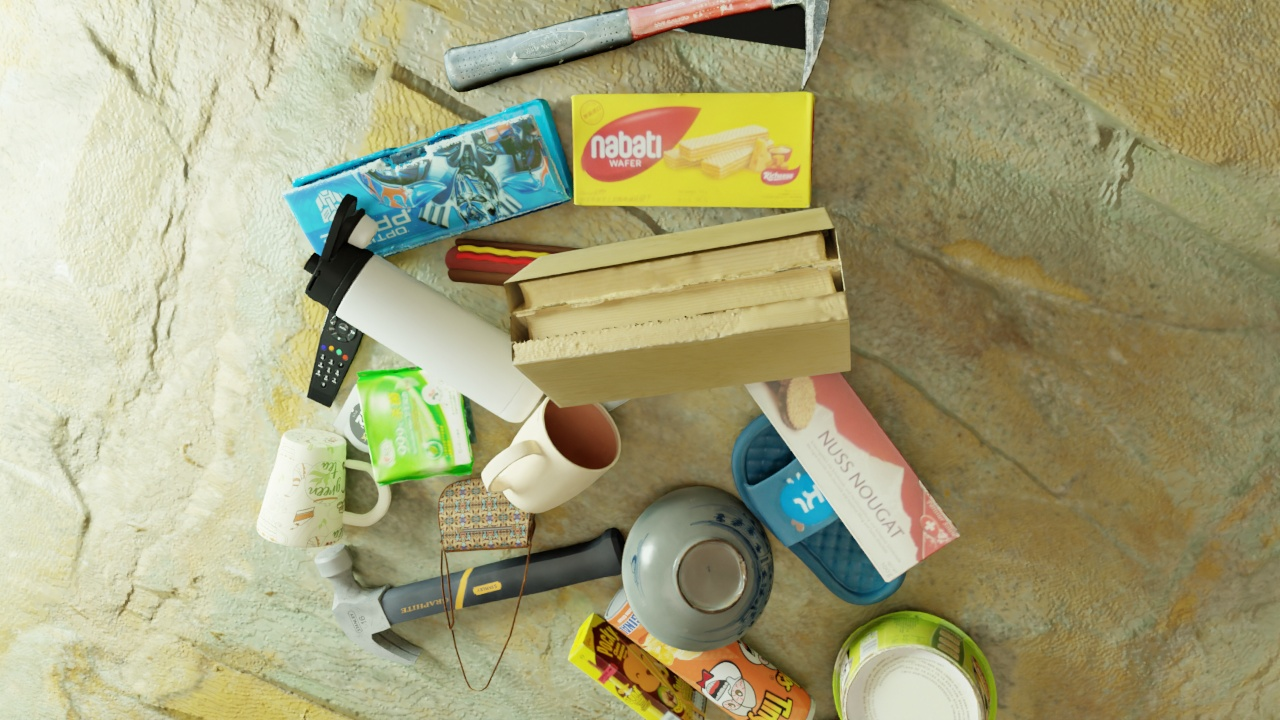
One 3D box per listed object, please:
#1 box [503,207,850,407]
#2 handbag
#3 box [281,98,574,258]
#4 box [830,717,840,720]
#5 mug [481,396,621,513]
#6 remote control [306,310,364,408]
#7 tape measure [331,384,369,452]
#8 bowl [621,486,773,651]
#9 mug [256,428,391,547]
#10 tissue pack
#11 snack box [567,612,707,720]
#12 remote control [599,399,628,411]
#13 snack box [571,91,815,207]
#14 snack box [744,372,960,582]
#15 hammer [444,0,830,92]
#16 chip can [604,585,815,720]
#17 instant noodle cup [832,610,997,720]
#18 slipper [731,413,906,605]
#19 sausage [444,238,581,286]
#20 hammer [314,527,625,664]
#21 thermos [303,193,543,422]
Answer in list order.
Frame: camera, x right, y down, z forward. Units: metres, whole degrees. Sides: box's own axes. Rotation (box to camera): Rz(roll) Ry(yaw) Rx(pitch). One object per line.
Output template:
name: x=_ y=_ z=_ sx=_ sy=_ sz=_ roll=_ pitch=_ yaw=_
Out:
box: x=0.031 y=-0.046 z=0.718 sx=0.249 sy=0.141 sz=0.148 roll=-9 pitch=81 yaw=10
handbag: x=-0.143 y=0.207 z=0.861 sx=0.093 sy=0.043 sz=0.195 roll=-5 pitch=69 yaw=5
box: x=-0.186 y=-0.148 z=0.802 sx=0.244 sy=0.066 sz=0.091 roll=-15 pitch=103 yaw=12
box: x=0.226 y=0.421 z=0.909 sx=0.217 sy=0.063 sz=0.157 roll=-22 pitch=111 yaw=14
mug: x=-0.090 y=0.090 z=0.825 sx=0.105 sy=0.111 sz=0.085 roll=-47 pitch=64 yaw=40
remote control: x=-0.291 y=-0.014 z=0.885 sx=0.039 sy=0.010 sz=0.125 roll=25 pitch=108 yaw=2
tape measure: x=-0.262 y=0.058 z=0.896 sx=0.065 sy=0.016 sz=0.064 roll=33 pitch=108 yaw=-1
bowl: x=0.059 y=0.191 z=0.831 sx=0.150 sy=0.057 sz=0.150 roll=1 pitch=84 yaw=-9
mug: x=-0.305 y=0.125 z=0.896 sx=0.122 sy=0.081 sz=0.097 roll=12 pitch=100 yaw=0
tissue pack: x=-0.210 y=0.058 z=0.866 sx=0.099 sy=0.034 sz=0.114 roll=-10 pitch=95 yaw=-4
snack box: x=-0.001 y=0.314 z=0.903 sx=0.149 sy=0.061 sz=0.026 roll=38 pitch=107 yaw=-3
remote control: x=-0.005 y=0.005 z=0.838 sx=0.133 sy=0.022 sz=0.050 roll=-30 pitch=98 yaw=16
snack box: x=0.043 y=-0.177 z=0.771 sx=0.201 sy=0.042 sz=0.092 roll=2 pitch=104 yaw=8
snack box: x=0.156 y=0.053 z=0.776 sx=0.077 sy=0.044 sz=0.273 roll=-36 pitch=82 yaw=8
hammer: x=-0.005 y=-0.267 z=0.759 sx=0.326 sy=0.036 sz=0.140 roll=-10 pitch=102 yaw=12
chip can: x=0.067 y=0.287 z=0.883 sx=0.210 sy=0.062 sz=0.062 roll=38 pitch=107 yaw=-3
instant noodle cup: x=0.244 y=0.305 z=0.820 sx=0.146 sy=0.097 sz=0.146 roll=-2 pitch=84 yaw=16
slipper: x=0.160 y=0.141 z=0.832 sx=0.104 sy=0.059 sz=0.214 roll=-34 pitch=99 yaw=18
sausage: x=-0.099 y=-0.084 z=0.820 sx=0.156 sy=0.040 sz=0.040 roll=6 pitch=106 yaw=7
hammer: x=-0.163 y=0.219 z=0.918 sx=0.313 sy=0.035 sz=0.139 roll=-16 pitch=104 yaw=13
thermos: x=-0.180 y=-0.041 z=0.808 sx=0.230 sy=0.068 sz=0.101 roll=33 pitch=108 yaw=-13
